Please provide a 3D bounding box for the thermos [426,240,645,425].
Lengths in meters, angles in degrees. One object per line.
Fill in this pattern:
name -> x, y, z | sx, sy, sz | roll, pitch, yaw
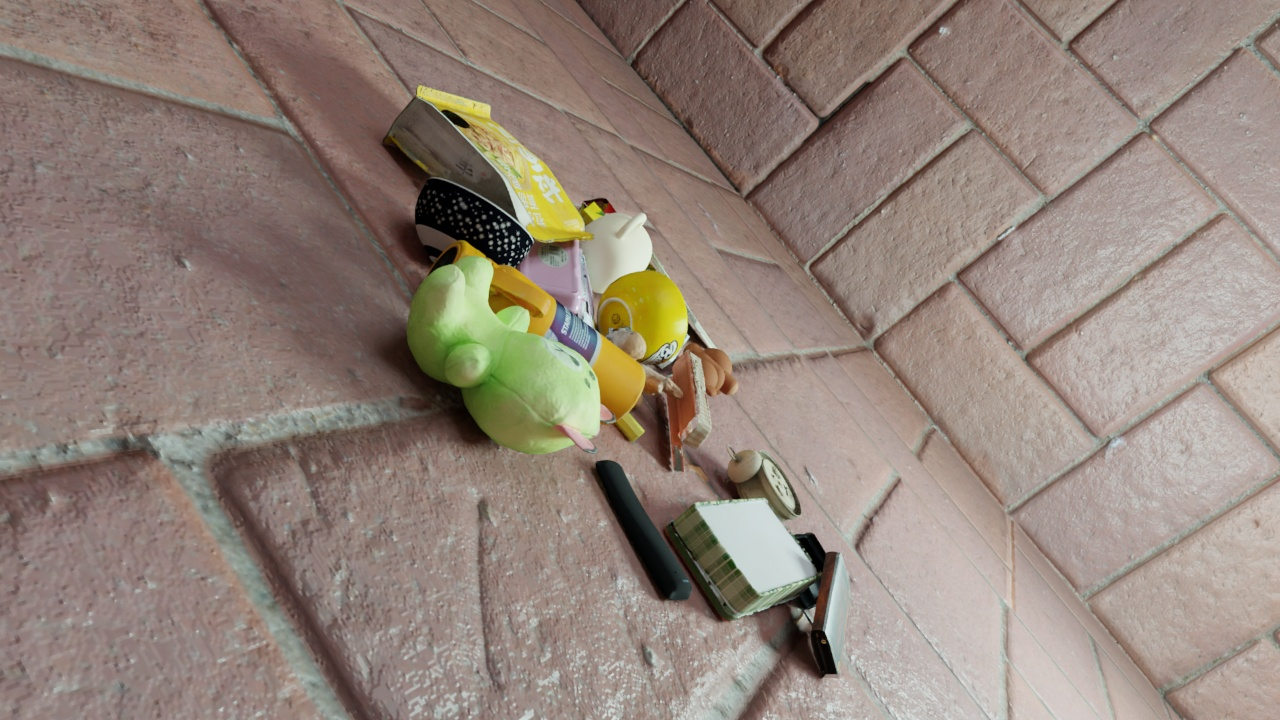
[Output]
thermos -> -0.095, -0.030, 0.889 | 0.232, 0.092, 0.076 | 38, 31, -30

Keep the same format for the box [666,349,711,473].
box -> 0.050, 0.058, 1.078 | 0.041, 0.083, 0.186 | 33, 24, -16

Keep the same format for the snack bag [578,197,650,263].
snack bag -> -0.018, -0.154, 1.415 | 0.208, 0.067, 0.138 | 50, 10, -28

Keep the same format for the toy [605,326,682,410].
toy -> -0.006, 0.006, 1.042 | 0.085, 0.074, 0.106 | 3, 57, -59

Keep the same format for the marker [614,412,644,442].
marker -> -0.042, 0.036, 0.995 | 0.124, 0.017, 0.021 | 49, 18, 6

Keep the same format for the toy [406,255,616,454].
toy -> -0.112, 0.008, 0.768 | 0.197, 0.107, 0.150 | 54, 12, -9

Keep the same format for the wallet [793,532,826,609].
wallet -> 0.200, 0.249, 1.096 | 0.114, 0.026, 0.089 | 15, 42, -59

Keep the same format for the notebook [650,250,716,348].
notebook -> 0.053, -0.106, 1.388 | 0.182, 0.010, 0.252 | 58, 5, 14

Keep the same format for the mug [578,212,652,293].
mug -> -0.038, -0.147, 1.212 | 0.096, 0.120, 0.099 | 44, 29, 1

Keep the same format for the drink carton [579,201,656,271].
drink carton -> -0.045, -0.153, 1.301 | 0.134, 0.059, 0.042 | 47, 33, -6

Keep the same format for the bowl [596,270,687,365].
bowl -> -0.009, -0.049, 1.104 | 0.067, 0.118, 0.117 | -9, 57, -48

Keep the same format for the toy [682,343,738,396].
toy -> 0.087, 0.022, 1.274 | 0.095, 0.065, 0.127 | 43, 26, 8

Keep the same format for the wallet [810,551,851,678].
wallet -> 0.205, 0.271, 0.984 | 0.122, 0.019, 0.072 | -61, 139, -53

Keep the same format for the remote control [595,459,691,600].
remote control -> 0.002, 0.154, 0.852 | 0.041, 0.020, 0.152 | 22, 30, -56

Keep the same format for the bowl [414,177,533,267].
bowl -> -0.174, -0.119, 0.910 | 0.120, 0.066, 0.120 | 28, -9, 5

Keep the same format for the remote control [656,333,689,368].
remote control -> 0.032, -0.026, 1.280 | 0.049, 0.024, 0.143 | 48, 20, -3

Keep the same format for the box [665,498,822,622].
box -> 0.111, 0.202, 0.960 | 0.117, 0.051, 0.205 | 52, 17, 22

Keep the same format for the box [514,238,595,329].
box -> -0.085, -0.093, 1.073 | 0.146, 0.077, 0.201 | 40, 19, -24

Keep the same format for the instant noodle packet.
instant noodle packet -> -0.160, -0.212, 1.065 | 0.221, 0.084, 0.162 | 42, 17, 10

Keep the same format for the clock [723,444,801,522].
clock -> 0.142, 0.151, 1.124 | 0.141, 0.055, 0.092 | 47, 19, -28
